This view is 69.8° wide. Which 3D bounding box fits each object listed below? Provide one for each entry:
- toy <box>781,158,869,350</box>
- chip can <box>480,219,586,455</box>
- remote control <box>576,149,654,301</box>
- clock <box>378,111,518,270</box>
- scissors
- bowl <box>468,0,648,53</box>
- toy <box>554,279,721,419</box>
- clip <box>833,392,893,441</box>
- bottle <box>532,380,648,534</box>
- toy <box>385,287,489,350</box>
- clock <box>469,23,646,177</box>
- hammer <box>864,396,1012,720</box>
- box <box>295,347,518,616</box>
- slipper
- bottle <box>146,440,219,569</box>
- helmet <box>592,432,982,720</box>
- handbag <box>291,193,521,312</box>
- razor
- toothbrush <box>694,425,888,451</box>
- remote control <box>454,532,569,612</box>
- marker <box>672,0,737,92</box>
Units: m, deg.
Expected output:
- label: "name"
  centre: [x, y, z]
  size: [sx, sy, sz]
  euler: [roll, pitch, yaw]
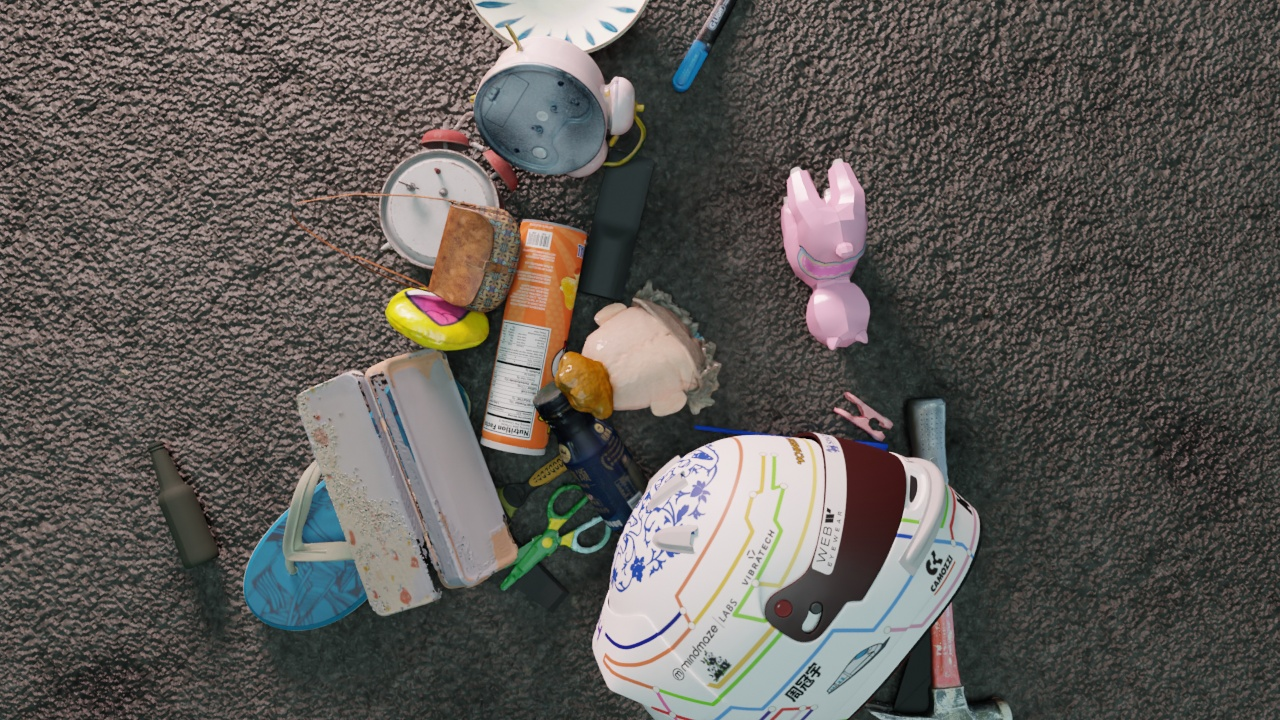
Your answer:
- label: "toy"
  centre: [0.174, -0.092, 0.837]
  size: [0.067, 0.123, 0.157]
  euler: [-11, 76, -1]
- label: "chip can"
  centre: [-0.100, -0.021, 0.856]
  size: [0.062, 0.062, 0.210]
  euler: [11, 91, -1]
- label: "remote control"
  centre: [-0.024, -0.129, 0.876]
  size: [0.045, 0.021, 0.140]
  euler: [13, 90, -2]
- label: "clock"
  centre: [-0.174, -0.156, 0.853]
  size: [0.110, 0.062, 0.157]
  euler: [27, 91, -1]
- label: "scissors"
  centre: [-0.083, 0.182, 0.880]
  size: [0.078, 0.013, 0.132]
  euler: [44, 82, -3]
- label: "bowl"
  centre: [-0.073, -0.357, 0.844]
  size: [0.177, 0.071, 0.177]
  euler: [0, 91, -1]
- label: "toy"
  centre: [-0.005, 0.005, 0.830]
  size: [0.175, 0.076, 0.132]
  euler: [-21, 63, -37]
- label: "clip"
  centre: [0.212, 0.060, 0.884]
  size: [0.059, 0.022, 0.039]
  euler: [29, 87, -3]
- label: "bottle"
  centre: [-0.041, 0.088, 0.842]
  size: [0.056, 0.056, 0.161]
  euler: [-32, 111, 0]
- label: "toy"
  centre: [-0.185, -0.037, 0.842]
  size: [0.095, 0.094, 0.041]
  euler: [9, 114, -23]
- label: "clock"
  centre: [-0.069, -0.221, 0.821]
  size: [0.158, 0.117, 0.058]
  euler: [24, 50, -19]
- label: "hammer"
  centre: [0.276, 0.199, 0.882]
  size: [0.140, 0.036, 0.326]
  euler: [-4, 91, -2]
- label: "box"
  centre: [-0.212, 0.108, 0.831]
  size: [0.120, 0.095, 0.217]
  euler: [-20, 91, -45]
- label: "slipper"
  centre: [-0.264, 0.136, 0.861]
  size: [0.118, 0.060, 0.295]
  euler: [35, 90, -5]
- label: "bottle"
  centre: [-0.438, 0.136, 0.871]
  size: [0.033, 0.033, 0.123]
  euler: [-22, 91, 0]
- label: "helmet"
  centre: [0.103, 0.176, 0.778]
  size: [0.236, 0.231, 0.315]
  euler: [37, 97, -8]
- label: "handbag"
  centre: [-0.204, -0.106, 0.800]
  size: [0.195, 0.043, 0.094]
  euler: [15, 107, -14]
- label: "razor"
  centre: [-0.086, 0.106, 0.880]
  size: [0.144, 0.021, 0.044]
  euler: [-35, 74, 1]
- label: "toothbrush"
  centre: [0.145, 0.077, 0.887]
  size: [0.187, 0.016, 0.011]
  euler: [6, 93, 1]
- label: "remote control"
  centre: [-0.124, 0.195, 0.887]
  size: [0.124, 0.010, 0.039]
  euler: [41, 91, -2]
- label: "marker"
  centre: [0.065, -0.312, 0.875]
  size: [0.018, 0.015, 0.123]
  euler: [30, 89, -1]
